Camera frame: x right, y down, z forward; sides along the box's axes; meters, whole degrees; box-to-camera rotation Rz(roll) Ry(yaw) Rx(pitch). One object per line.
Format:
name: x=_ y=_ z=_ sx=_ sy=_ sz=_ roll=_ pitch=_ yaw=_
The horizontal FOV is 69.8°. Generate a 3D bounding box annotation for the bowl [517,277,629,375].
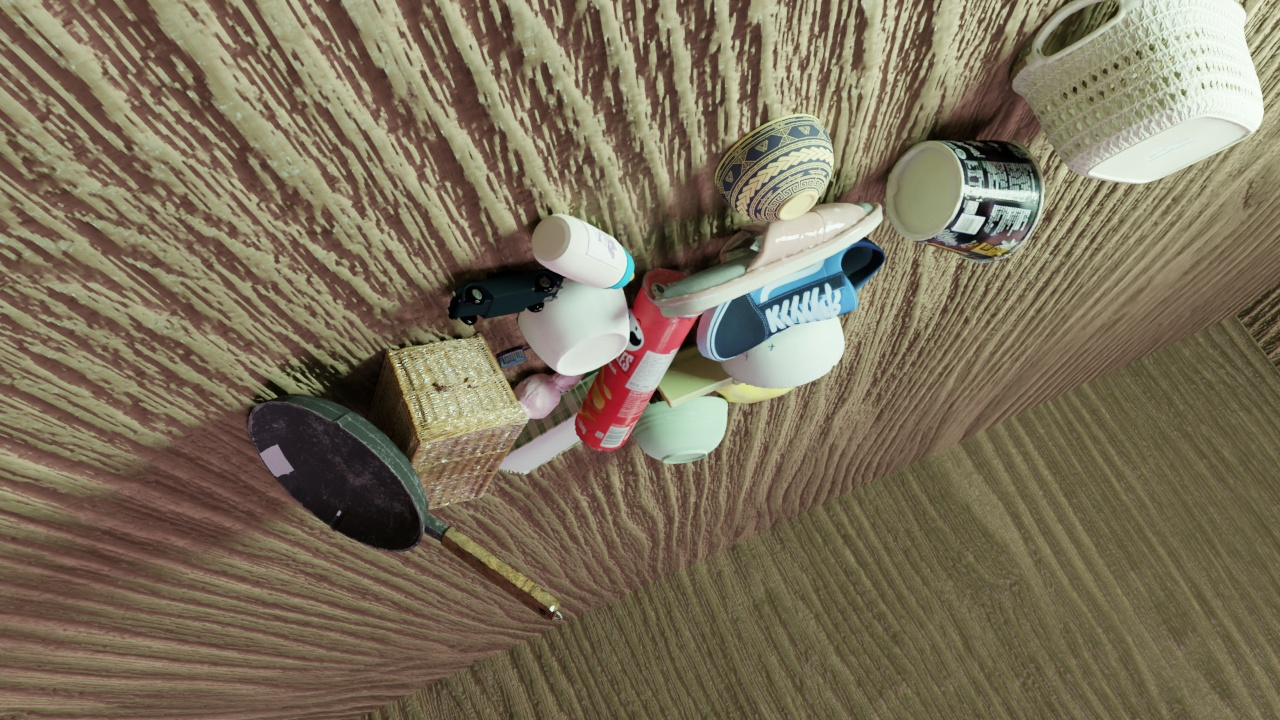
bowl: x=-0.062 y=-0.033 z=0.946 sx=0.116 sy=0.065 sz=0.116 roll=-22 pitch=159 yaw=-9

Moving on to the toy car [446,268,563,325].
toy car: x=-0.125 y=-0.063 z=0.849 sx=0.112 sy=0.034 sz=0.046 roll=-14 pitch=157 yaw=-30

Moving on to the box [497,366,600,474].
box: x=-0.104 y=0.079 z=1.195 sx=0.206 sy=0.050 sz=0.117 roll=-31 pitch=161 yaw=14

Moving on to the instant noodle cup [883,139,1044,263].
instant noodle cup: x=0.338 y=-0.177 z=0.982 sx=0.112 sy=0.137 sz=0.138 roll=1 pitch=148 yaw=-32

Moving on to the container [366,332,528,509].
container: x=-0.212 y=0.070 z=0.956 sx=0.113 sy=0.112 sz=0.199 roll=-12 pitch=155 yaw=-32

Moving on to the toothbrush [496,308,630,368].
toothbrush: x=-0.069 y=-0.028 z=1.018 sx=0.189 sy=0.017 sz=0.016 roll=-20 pitch=158 yaw=-13

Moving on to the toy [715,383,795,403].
toy: x=0.172 y=0.021 z=1.338 sx=0.170 sy=0.064 sz=0.155 roll=3 pitch=154 yaw=-40

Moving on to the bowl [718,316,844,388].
bowl: x=0.163 y=-0.042 z=1.094 sx=0.153 sy=0.153 sz=0.073 roll=-22 pitch=131 yaw=-10

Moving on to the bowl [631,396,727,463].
bowl: x=0.060 y=0.108 z=1.357 sx=0.151 sy=0.077 sz=0.151 roll=-8 pitch=163 yaw=-3

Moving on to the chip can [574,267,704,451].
chip can: x=-0.006 y=0.006 z=1.030 sx=0.073 sy=0.073 sz=0.234 roll=-9 pitch=143 yaw=-36

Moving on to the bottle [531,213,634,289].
bottle: x=-0.043 y=-0.094 z=0.846 sx=0.051 sy=0.051 sz=0.146 roll=-33 pitch=158 yaw=20

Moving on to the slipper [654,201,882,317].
slipper: x=0.131 y=-0.116 z=0.930 sx=0.273 sy=0.054 sz=0.114 roll=-27 pitch=-166 yaw=-22

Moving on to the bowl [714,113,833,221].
bowl: x=0.133 y=-0.167 z=0.854 sx=0.112 sy=0.061 sz=0.112 roll=-22 pitch=159 yaw=-9

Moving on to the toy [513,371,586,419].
toy: x=-0.113 y=0.036 z=1.085 sx=0.109 sy=0.047 sz=0.064 roll=-29 pitch=165 yaw=-21

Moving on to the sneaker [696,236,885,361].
sneaker: x=0.172 y=-0.072 z=0.998 sx=0.240 sy=0.098 sz=0.083 roll=-34 pitch=127 yaw=-22

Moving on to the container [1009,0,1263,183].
container: x=0.500 y=-0.269 z=0.911 sx=0.245 sy=0.142 sz=0.185 roll=-6 pitch=165 yaw=-41

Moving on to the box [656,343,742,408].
box: x=0.097 y=-0.007 z=1.155 sx=0.187 sy=0.141 sz=0.044 roll=-21 pitch=114 yaw=-9

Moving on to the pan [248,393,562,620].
pan: x=-0.222 y=0.146 z=0.888 sx=0.040 sy=0.357 sz=0.208 roll=-57 pitch=175 yaw=-40
